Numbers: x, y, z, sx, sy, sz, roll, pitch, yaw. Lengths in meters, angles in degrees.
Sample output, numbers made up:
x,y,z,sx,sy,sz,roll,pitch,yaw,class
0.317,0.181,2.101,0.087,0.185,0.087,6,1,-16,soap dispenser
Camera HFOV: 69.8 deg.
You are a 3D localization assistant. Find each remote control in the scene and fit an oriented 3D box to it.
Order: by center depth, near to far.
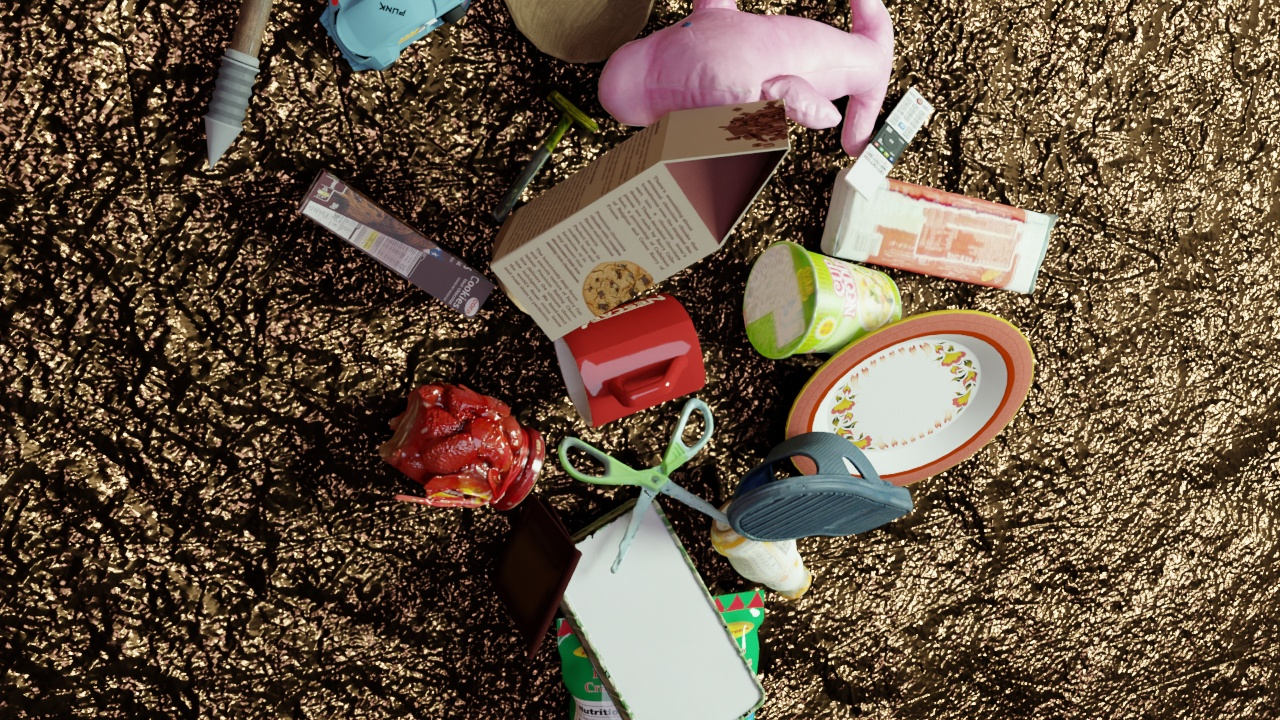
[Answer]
x,y,z,sx,sy,sz,roll,pitch,yaw,class
0.210,-0.184,0.779,0.028,0.012,0.124,42,66,-9,remote control

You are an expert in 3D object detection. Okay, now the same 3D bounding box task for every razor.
x,y,z,sx,sy,sz,roll,pitch,yaw,class
-0.080,-0.151,0.703,0.042,0.026,0.106,34,96,-27,razor

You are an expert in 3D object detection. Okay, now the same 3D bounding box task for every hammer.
x,y,z,sx,sy,sz,roll,pitch,yaw,class
-0.237,-0.282,0.601,0.156,0.043,0.322,17,101,-23,hammer

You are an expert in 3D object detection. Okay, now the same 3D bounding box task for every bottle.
x,y,z,sx,sy,sz,roll,pitch,yaw,class
-0.136,0.069,0.701,0.111,0.099,0.099,32,92,-31,bottle
0.114,0.174,0.841,0.063,0.063,0.108,-44,114,-4,bottle

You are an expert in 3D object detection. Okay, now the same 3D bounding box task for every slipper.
x,y,z,sx,sy,sz,roll,pitch,yaw,class
0.160,0.104,0.806,0.101,0.082,0.263,-32,153,29,slipper

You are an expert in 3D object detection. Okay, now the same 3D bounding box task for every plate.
x,y,z,sx,sy,sz,roll,pitch,yaw,class
0.240,0.038,0.829,0.229,0.021,0.230,-7,134,-8,plate

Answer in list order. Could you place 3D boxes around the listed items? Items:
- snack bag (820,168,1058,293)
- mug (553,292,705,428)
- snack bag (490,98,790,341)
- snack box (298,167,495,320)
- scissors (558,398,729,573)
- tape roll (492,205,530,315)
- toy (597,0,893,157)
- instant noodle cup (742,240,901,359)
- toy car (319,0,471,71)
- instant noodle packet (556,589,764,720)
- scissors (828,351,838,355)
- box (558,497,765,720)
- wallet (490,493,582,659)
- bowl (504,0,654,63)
x,y,z,sx,sy,sz,roll,pitch,yaw,class
0.271,-0.115,0.831,0.225,0.041,0.077,7,103,-23,snack bag
-0.004,0.004,0.721,0.096,0.116,0.080,-19,116,-14,mug
0.008,-0.108,0.623,0.207,0.094,0.070,-28,116,22,snack bag
-0.177,-0.084,0.669,0.141,0.051,0.032,34,91,-25,snack box
0.012,0.101,0.775,0.171,0.021,0.171,26,62,-1,scissors
-0.068,-0.079,0.723,0.094,0.027,0.094,-5,107,-19,tape roll
0.101,-0.212,0.694,0.265,0.128,0.187,-15,118,-25,toy
0.160,-0.047,0.784,0.107,0.099,0.099,4,104,-28,instant noodle cup
-0.166,-0.248,0.639,0.107,0.027,0.060,-35,114,-7,toy car
0.021,0.341,0.840,0.195,0.090,0.253,-3,100,-18,instant noodle packet
0.225,0.019,0.864,0.169,0.012,0.133,-8,106,-21,scissors
0.008,0.229,0.778,0.117,0.050,0.205,-31,88,-19,box
-0.086,0.169,0.739,0.018,0.115,0.091,22,96,-25,wallet
-0.048,-0.278,0.672,0.117,0.030,0.118,-5,107,-19,bowl
